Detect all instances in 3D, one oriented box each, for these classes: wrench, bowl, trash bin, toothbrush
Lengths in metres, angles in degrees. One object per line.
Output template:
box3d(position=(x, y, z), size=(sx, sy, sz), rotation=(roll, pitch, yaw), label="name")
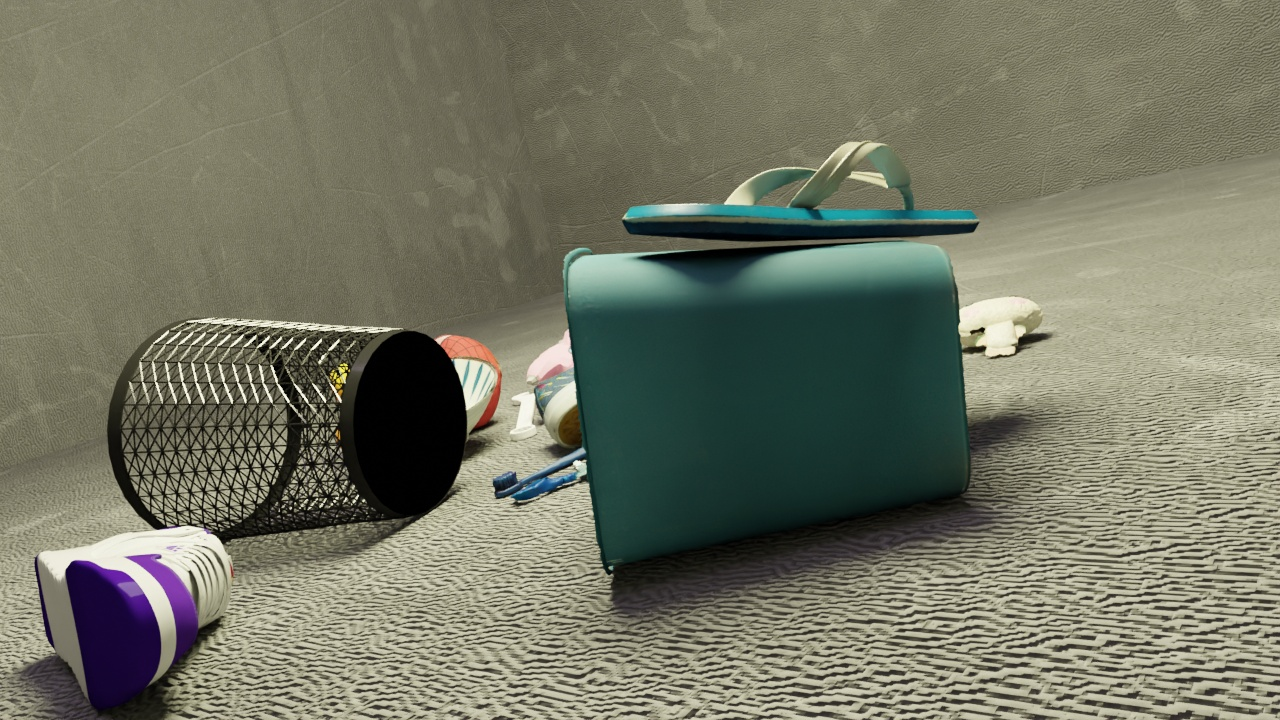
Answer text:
box3d(position=(-0.143, 0.066, 1.153), size=(0.047, 0.009, 0.273), rotation=(-15, 9, -3), label="wrench")
box3d(position=(-0.240, 0.066, 1.040), size=(0.177, 0.071, 0.177), rotation=(-10, 26, 5), label="bowl")
box3d(position=(-0.308, 0.061, 0.847), size=(0.244, 0.217, 0.216), rotation=(-3, 12, 23), label="trash bin")
box3d(position=(-0.062, 0.086, 0.861), size=(0.189, 0.017, 0.016), rotation=(-22, 12, -41), label="toothbrush")
box3d(position=(0.077, 0.013, 0.591), size=(0.219, 0.196, 0.199), rotation=(-7, 10, 4), label="trash bin")

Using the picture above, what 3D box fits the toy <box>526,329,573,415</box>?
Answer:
box3d(position=(-0.070, 0.006, 1.111), size=(0.123, 0.067, 0.157), rotation=(0, 30, 29), label="toy")

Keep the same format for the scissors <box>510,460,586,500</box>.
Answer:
box3d(position=(-0.052, 0.097, 0.785), size=(0.133, 0.014, 0.127), rotation=(-17, 9, -11), label="scissors")

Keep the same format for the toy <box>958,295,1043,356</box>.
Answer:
box3d(position=(0.349, -0.036, 0.901), size=(0.087, 0.050, 0.112), rotation=(-11, 3, 19), label="toy")

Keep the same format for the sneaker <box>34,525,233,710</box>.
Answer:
box3d(position=(-0.320, 0.159, 0.613), size=(0.111, 0.092, 0.245), rotation=(-10, 4, -41), label="sneaker")

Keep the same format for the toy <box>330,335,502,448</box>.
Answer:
box3d(position=(-0.276, 0.044, 1.155), size=(0.216, 0.147, 0.099), rotation=(-16, -20, 1), label="toy")

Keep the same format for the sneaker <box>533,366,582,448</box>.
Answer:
box3d(position=(-0.006, 0.006, 0.953), size=(0.235, 0.088, 0.079), rotation=(-26, 45, -22), label="sneaker")

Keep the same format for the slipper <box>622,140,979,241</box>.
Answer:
box3d(position=(0.112, -0.109, 0.614), size=(0.294, 0.060, 0.118), rotation=(-6, 4, -39), label="slipper")
